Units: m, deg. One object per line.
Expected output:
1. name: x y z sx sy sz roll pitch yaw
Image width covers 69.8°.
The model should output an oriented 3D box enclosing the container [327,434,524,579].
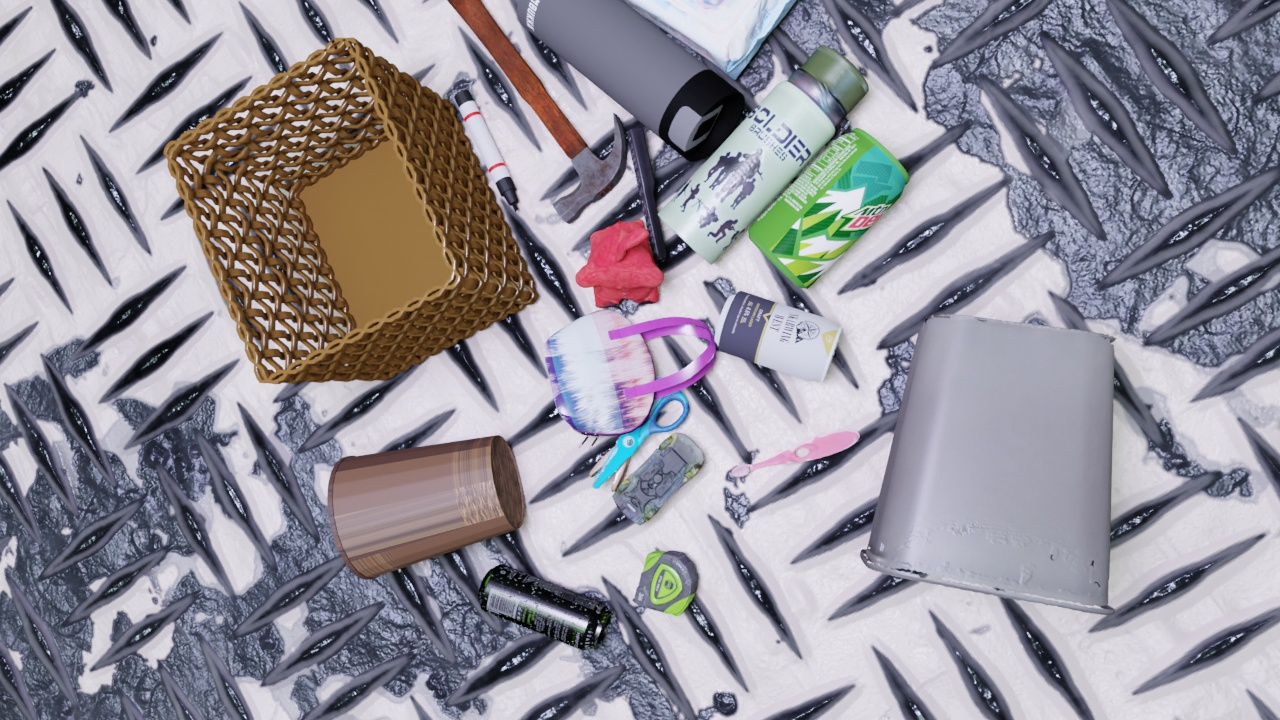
1. container: -0.218 0.146 0.962 0.167 0.132 0.132 -14 87 7

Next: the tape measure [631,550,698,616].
1. tape measure: 0.030 0.228 0.946 0.059 0.035 0.065 21 98 22

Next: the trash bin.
1. trash bin: 0.309 0.086 0.809 0.197 0.197 0.220 8 85 13

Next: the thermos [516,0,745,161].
1. thermos: -0.012 -0.303 0.923 0.240 0.082 0.082 42 99 14

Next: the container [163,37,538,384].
1. container: -0.276 -0.132 0.925 0.220 0.214 0.251 -26 84 12

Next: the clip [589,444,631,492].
1. clip: -0.031 0.106 0.967 0.039 0.024 0.060 18 84 10

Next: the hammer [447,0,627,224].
1. hammer: -0.122 -0.299 0.986 0.111 0.028 0.300 -38 82 11

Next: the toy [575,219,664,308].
1. toy: -0.022 -0.113 0.915 0.088 0.133 0.094 -1 76 -5

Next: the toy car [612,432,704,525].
1. toy car: 0.020 0.122 0.949 0.105 0.033 0.048 -46 79 5

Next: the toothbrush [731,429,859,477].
1. toothbrush: 0.155 0.095 0.926 0.135 0.016 0.021 -19 86 13

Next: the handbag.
1. handbag: -0.006 0.005 0.940 0.170 0.068 0.144 -17 66 4

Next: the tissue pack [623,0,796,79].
1. tissue pack: 0.060 -0.378 0.921 0.182 0.070 0.112 38 99 11

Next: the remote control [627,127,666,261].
1. remote control: 0.008 -0.172 0.953 0.015 0.032 0.136 -12 89 -7

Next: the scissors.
1. scissors: -0.008 0.079 0.951 0.066 0.015 0.135 37 82 16

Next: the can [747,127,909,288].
1. can: 0.181 -0.146 0.885 0.144 0.083 0.083 -45 81 9

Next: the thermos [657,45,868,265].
1. thermos: 0.125 -0.201 0.904 0.082 0.082 0.231 45 99 9

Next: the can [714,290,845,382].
1. can: 0.141 -0.021 0.904 0.127 0.064 0.064 19 94 12

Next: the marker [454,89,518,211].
1. marker: -0.164 -0.227 0.999 0.019 0.019 0.145 -27 84 12

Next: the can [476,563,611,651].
1. can: -0.102 0.260 0.966 0.138 0.054 0.054 18 94 12
